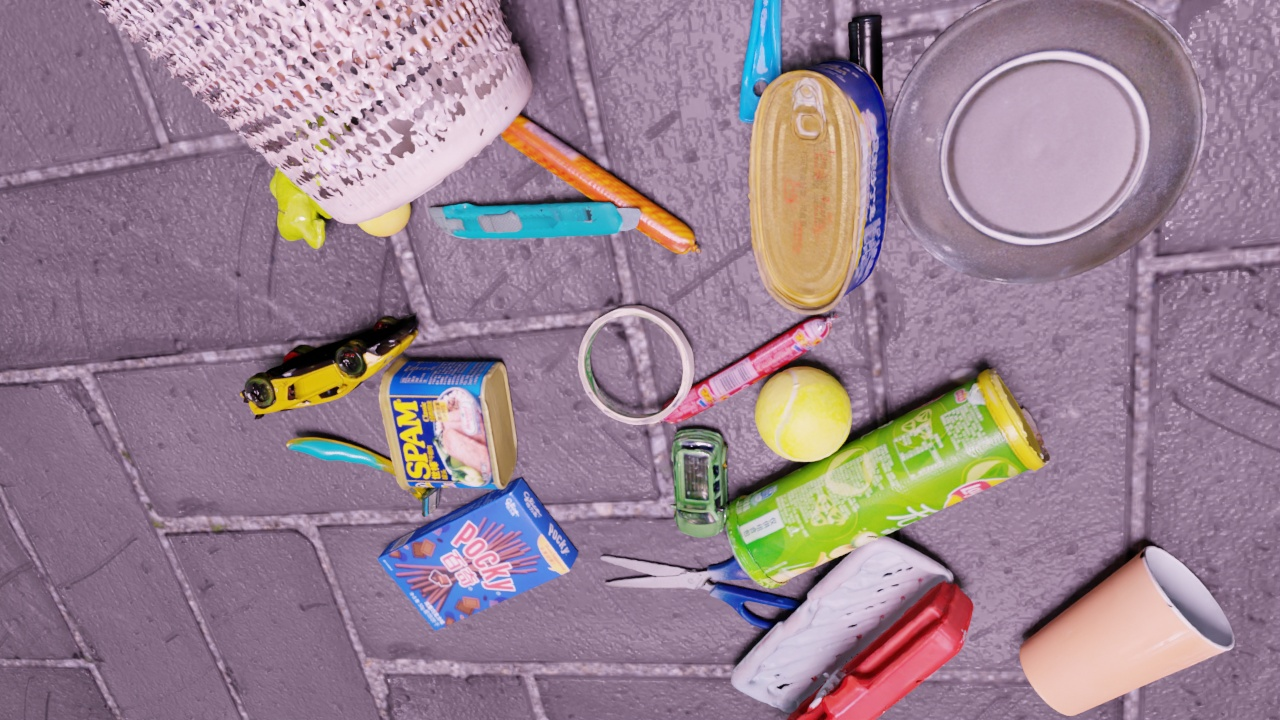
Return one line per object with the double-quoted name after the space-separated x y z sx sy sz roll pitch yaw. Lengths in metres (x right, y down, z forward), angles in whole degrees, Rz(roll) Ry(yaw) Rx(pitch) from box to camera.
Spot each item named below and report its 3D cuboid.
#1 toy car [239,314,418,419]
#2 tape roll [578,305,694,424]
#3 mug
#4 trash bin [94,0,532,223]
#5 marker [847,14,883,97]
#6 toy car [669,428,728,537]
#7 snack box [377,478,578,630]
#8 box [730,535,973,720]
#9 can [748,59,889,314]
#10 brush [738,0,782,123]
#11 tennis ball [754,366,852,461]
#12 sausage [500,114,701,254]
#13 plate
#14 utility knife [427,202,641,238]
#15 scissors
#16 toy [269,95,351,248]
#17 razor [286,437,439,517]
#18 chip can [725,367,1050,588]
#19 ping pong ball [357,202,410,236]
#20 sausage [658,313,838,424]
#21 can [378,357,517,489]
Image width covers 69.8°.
-0.234 0.006 0.698 0.156 0.071 0.041 -18 108 20 "toy car"
-0.004 0.004 0.662 0.086 0.013 0.086 5 106 20 "tape roll"
0.335 0.196 0.648 0.078 0.078 0.123 38 123 -5 "mug"
-0.173 -0.196 0.524 0.228 0.226 0.192 -23 120 22 "trash bin"
0.139 -0.142 0.564 0.020 0.022 0.132 18 124 44 "marker"
0.044 0.095 0.693 0.043 0.036 0.091 1 119 12 "toy car"
-0.139 0.166 0.775 0.157 0.026 0.084 -28 105 24 "snack box"
0.150 0.219 0.703 0.098 0.095 0.202 42 120 11 "box"
0.110 -0.104 0.559 0.075 0.049 0.148 15 123 35 "can"
0.078 -0.262 0.517 0.083 0.045 0.255 6 120 7 "brush"
0.112 0.037 0.630 0.065 0.065 0.065 5 116 11 "tennis ball"
-0.028 -0.118 0.617 0.165 0.021 0.021 34 118 -3 "sausage"
0.238 -0.126 0.545 0.179 0.024 0.180 6 116 12 "plate"
-0.075 -0.097 0.631 0.165 0.013 0.029 2 129 22 "utility knife"
0.054 0.186 0.746 0.171 0.012 0.141 -30 104 25 "scissors"
-0.229 -0.130 0.648 0.100 0.031 0.096 -17 85 38 "toy"
-0.229 0.089 0.760 0.132 0.028 0.043 21 149 1 "razor"
0.162 0.087 0.638 0.222 0.072 0.072 -32 104 25 "chip can"
-0.183 -0.108 0.649 0.040 0.040 0.040 5 116 11 "ping pong ball"
0.074 0.009 0.652 0.156 0.020 0.020 -32 104 25 "sausage"
-0.145 0.049 0.706 0.083 0.057 0.102 0 115 11 "can"
